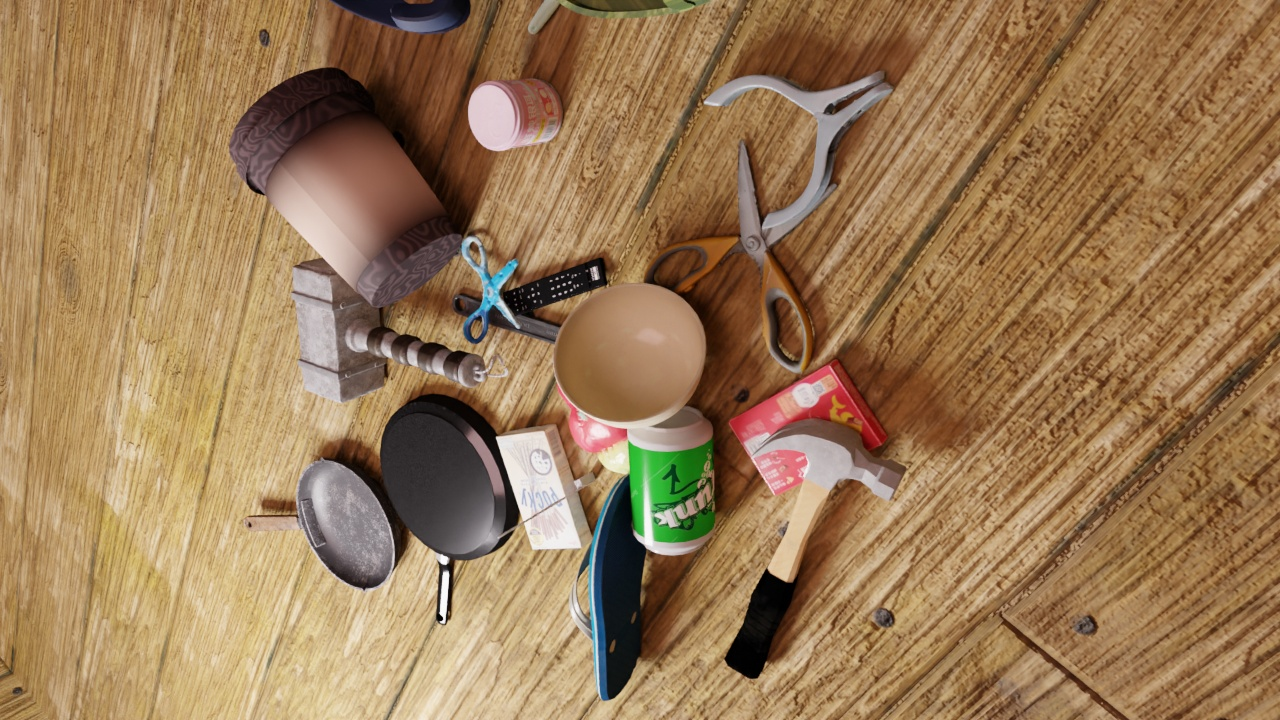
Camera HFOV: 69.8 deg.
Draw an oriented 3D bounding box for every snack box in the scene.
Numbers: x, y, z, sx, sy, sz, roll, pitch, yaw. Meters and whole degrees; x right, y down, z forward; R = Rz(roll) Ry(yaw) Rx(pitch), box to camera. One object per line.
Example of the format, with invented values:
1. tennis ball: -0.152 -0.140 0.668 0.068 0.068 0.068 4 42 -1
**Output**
1. snack box: -0.115 0.153 1.100 0.082 0.026 0.150 -11 99 36
2. snack box: 0.159 0.067 0.887 0.133 0.021 0.089 -34 87 37

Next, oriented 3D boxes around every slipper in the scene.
1. slipper: -0.040 0.258 1.034 0.060 0.118 0.295 13 118 22

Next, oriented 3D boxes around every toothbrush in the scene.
1. toothbrush: -0.100 0.154 0.993 0.010 0.181 0.010 -22 90 32
2. toothbrush: -0.064 -0.374 0.882 0.022 0.015 0.155 34 128 -19

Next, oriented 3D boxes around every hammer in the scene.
1. hammer: 0.147 0.200 0.919 0.131 0.039 0.329 26 125 18
2. hammer: -0.290 -0.014 1.116 0.327 0.079 0.177 16 115 31

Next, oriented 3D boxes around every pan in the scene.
1. pan: -0.479 0.240 1.369 0.358 0.040 0.208 -5 104 36
2. pan: -0.262 0.214 1.217 0.225 0.034 0.357 21 117 26

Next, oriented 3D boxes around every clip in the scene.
1. clip: 0.122 -0.200 0.808 0.166 0.032 0.165 27 116 22

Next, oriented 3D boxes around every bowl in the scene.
1. bowl: -0.005 0.005 0.914 0.151 0.150 0.075 30 164 22

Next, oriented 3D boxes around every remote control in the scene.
1. remote control: -0.095 -0.078 1.004 0.140 0.009 0.030 -16 83 32

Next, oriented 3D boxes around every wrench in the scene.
1. wrench: -0.110 -0.035 1.035 0.273 0.018 0.073 18 112 29

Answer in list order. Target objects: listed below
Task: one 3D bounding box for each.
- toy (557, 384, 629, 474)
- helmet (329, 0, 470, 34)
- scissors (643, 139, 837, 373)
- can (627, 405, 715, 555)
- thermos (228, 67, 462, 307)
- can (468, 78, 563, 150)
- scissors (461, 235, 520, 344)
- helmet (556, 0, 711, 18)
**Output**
1. toy: -0.044 0.068 1.007 0.135 0.045 0.092 53 138 0
2. helmet: -0.183 -0.444 0.818 0.272 0.232 0.222 11 76 11
3. scissors: 0.104 -0.087 0.873 0.226 0.016 0.230 -28 89 35
4. can: 0.033 0.123 0.951 0.088 0.087 0.140 9 111 31
5. thermos: -0.322 -0.187 1.034 0.226 0.172 0.173 50 126 3
6. can: -0.127 -0.250 0.930 0.067 0.076 0.067 12 113 30
7. scissors: -0.177 -0.076 1.050 0.134 0.011 0.140 49 125 24
8. helmet: 0.022 -0.379 0.685 0.213 0.247 0.243 44 86 -9
